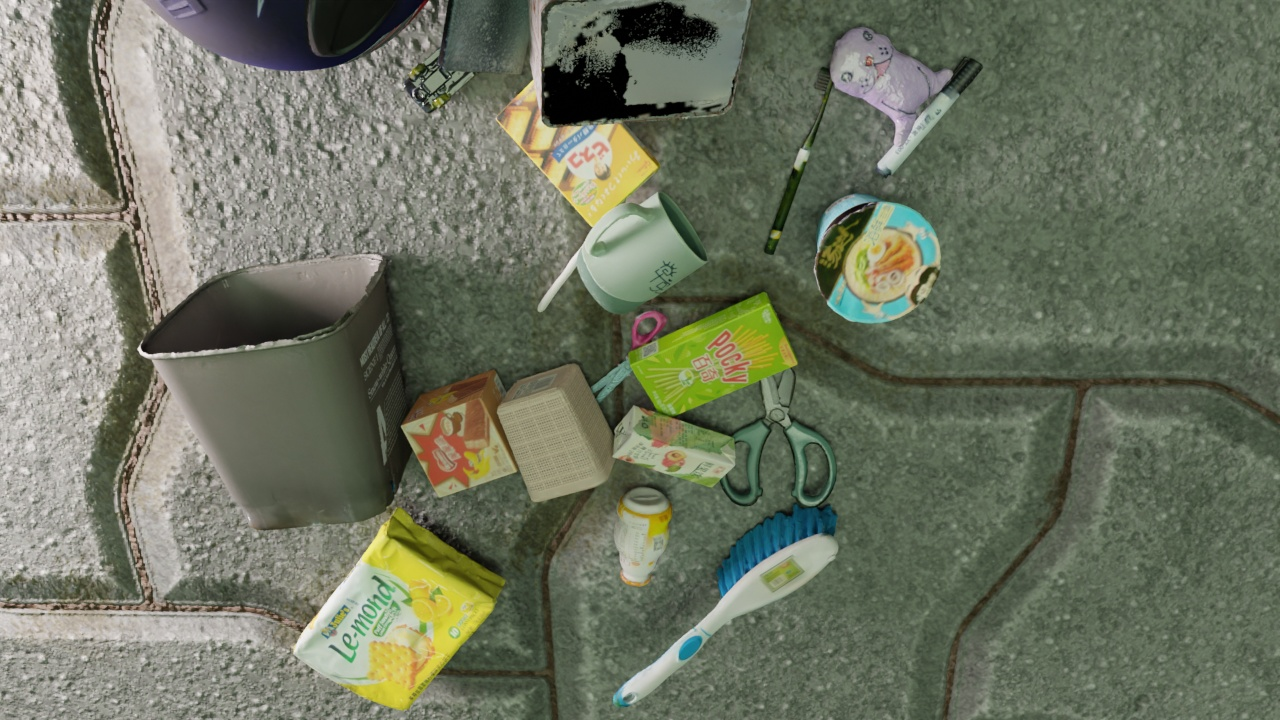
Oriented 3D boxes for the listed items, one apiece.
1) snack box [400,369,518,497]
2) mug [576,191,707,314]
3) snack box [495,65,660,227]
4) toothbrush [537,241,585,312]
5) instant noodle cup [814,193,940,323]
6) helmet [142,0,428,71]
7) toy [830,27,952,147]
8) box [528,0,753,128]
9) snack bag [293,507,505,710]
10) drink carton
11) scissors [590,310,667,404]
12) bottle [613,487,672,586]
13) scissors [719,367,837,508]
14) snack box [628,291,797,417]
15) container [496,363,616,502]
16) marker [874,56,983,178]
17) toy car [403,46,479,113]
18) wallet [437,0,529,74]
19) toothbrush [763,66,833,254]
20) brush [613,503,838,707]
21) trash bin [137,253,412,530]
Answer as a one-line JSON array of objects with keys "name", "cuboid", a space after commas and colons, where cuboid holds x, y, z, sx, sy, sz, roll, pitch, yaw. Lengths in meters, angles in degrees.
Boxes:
[{"name": "snack box", "cuboid": [-0.185, 0.077, 0.978, 0.094, 0.077, 0.093, -19, 111, 10]}, {"name": "mug", "cuboid": [-0.008, -0.106, 0.881, 0.106, 0.082, 0.111, -31, 146, 18]}, {"name": "snack box", "cuboid": [-0.058, -0.207, 0.871, 0.087, 0.033, 0.140, -40, 100, 16]}, {"name": "toothbrush", "cuboid": [-0.056, -0.120, 0.924, 0.016, 0.016, 0.180, 36, 109, -3]}, {"name": "instant noodle cup", "cuboid": [0.212, -0.105, 0.861, 0.111, 0.120, 0.111, 1, 111, 3]}, {"name": "helmet", "cuboid": [-0.251, -0.375, 0.703, 0.316, 0.240, 0.247, -45, 66, 24]}, {"name": "toy", "cuboid": [0.220, -0.257, 0.840, 0.108, 0.039, 0.084, 31, 94, -11]}, {"name": "box", "cuboid": [-0.016, -0.324, 0.788, 0.180, 0.158, 0.217, -10, 68, -10]}, {"name": "snack bag", "cuboid": [-0.283, 0.298, 1.078, 0.158, 0.068, 0.247, 35, 110, -12]}, {"name": "drink carton", "cuboid": [0.036, 0.091, 0.975, 0.122, 0.045, 0.054, 18, 137, -18]}, {"name": "scissors", "cuboid": [-0.005, 0.008, 0.977, 0.072, 0.017, 0.137, 31, 115, -20]}, {"name": "bottle", "cuboid": [0.000, 0.198, 1.027, 0.063, 0.063, 0.108, 7, 112, 0]}, {"name": "scissors", "cuboid": [0.133, 0.088, 0.998, 0.161, 0.019, 0.179, -15, 105, 13]}, {"name": "snack box", "cuboid": [0.075, -0.003, 0.951, 0.156, 0.026, 0.086, -23, 124, 11]}, {"name": "container", "cuboid": [-0.088, 0.073, 0.964, 0.090, 0.090, 0.111, -17, 108, 17]}, {"name": "marker", "cuboid": [0.269, -0.228, 0.864, 0.022, 0.018, 0.131, 44, 109, 12]}, {"name": "toy car", "cuboid": [-0.177, -0.273, 0.855, 0.090, 0.035, 0.042, -37, 108, 15]}, {"name": "wallet", "cuboid": [-0.130, -0.301, 0.801, 0.019, 0.120, 0.097, 24, 114, 19]}, {"name": "toothbrush", "cuboid": [0.151, -0.190, 0.888, 0.017, 0.012, 0.186, 18, 112, 2]}, {"name": "brush", "cuboid": [0.092, 0.274, 1.029, 0.315, 0.109, 0.060, -37, 109, 16]}, {"name": "trash bin", "cuboid": [-0.334, 0.033, 0.913, 0.199, 0.198, 0.220, -7, 118, 5]}]
